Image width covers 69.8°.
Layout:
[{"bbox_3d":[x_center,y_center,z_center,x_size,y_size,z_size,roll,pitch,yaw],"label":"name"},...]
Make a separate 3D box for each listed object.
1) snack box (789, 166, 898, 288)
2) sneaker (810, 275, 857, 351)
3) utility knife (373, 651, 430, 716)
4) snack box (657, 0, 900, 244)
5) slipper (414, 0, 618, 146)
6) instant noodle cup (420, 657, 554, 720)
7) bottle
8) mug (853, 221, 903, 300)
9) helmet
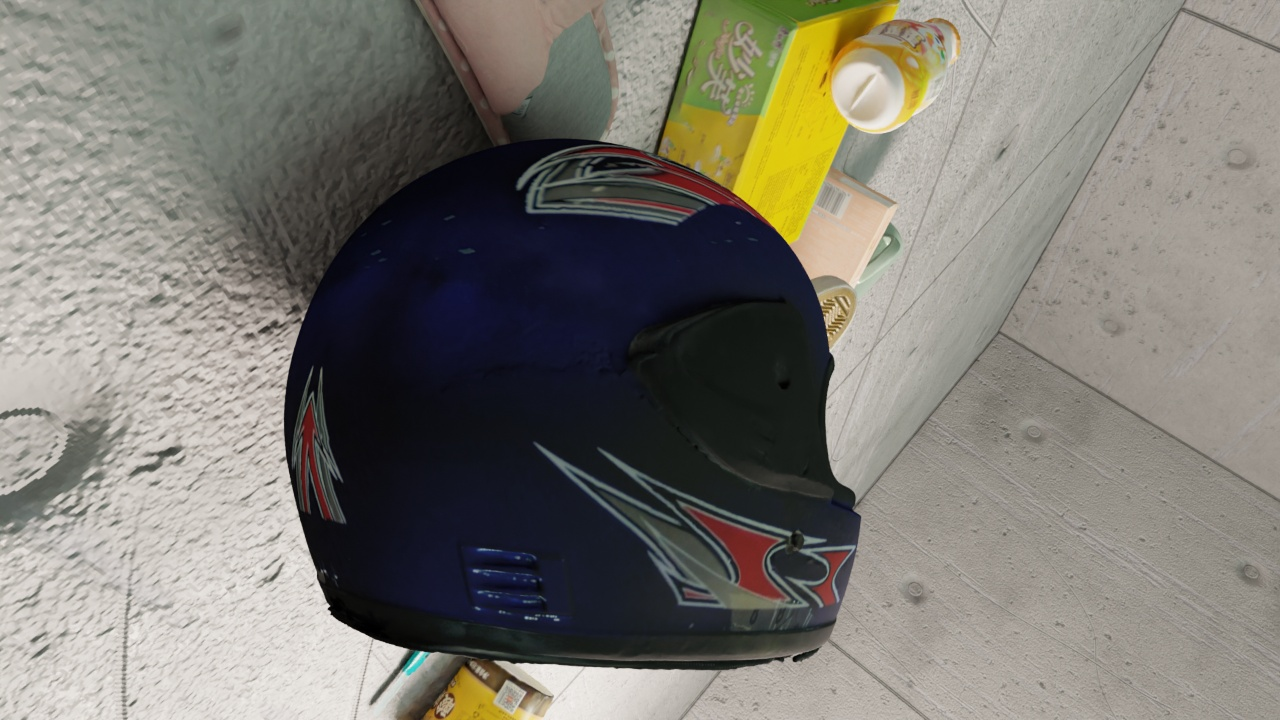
[{"bbox_3d":[0.188,-0.110,0.934,0.026,0.084,0.158,-32,150,-50],"label":"snack box"},{"bbox_3d":[0.091,-0.014,0.882,0.241,0.087,0.118,-35,136,5],"label":"sneaker"},{"bbox_3d":[-0.174,0.237,0.815,0.196,0.013,0.029,-52,158,-5],"label":"utility knife"},{"bbox_3d":[0.087,-0.165,0.662,0.157,0.070,0.211,-32,150,-44],"label":"snack box"},{"bbox_3d":[-0.044,-0.169,0.410,0.114,0.054,0.275,-47,159,-17],"label":"slipper"},{"bbox_3d":[-0.155,0.358,0.909,0.114,0.118,0.118,-56,160,-13],"label":"instant noodle cup"},{"bbox_3d":[0.174,-0.196,0.611,0.108,0.063,0.063,-38,154,-36],"label":"bottle"},{"bbox_3d":[0.228,-0.106,0.996,0.106,0.082,0.112,-45,-160,-15],"label":"mug"},{"bbox_3d":[-0.013,0.020,0.472,0.315,0.248,0.240,16,80,-42],"label":"helmet"}]
